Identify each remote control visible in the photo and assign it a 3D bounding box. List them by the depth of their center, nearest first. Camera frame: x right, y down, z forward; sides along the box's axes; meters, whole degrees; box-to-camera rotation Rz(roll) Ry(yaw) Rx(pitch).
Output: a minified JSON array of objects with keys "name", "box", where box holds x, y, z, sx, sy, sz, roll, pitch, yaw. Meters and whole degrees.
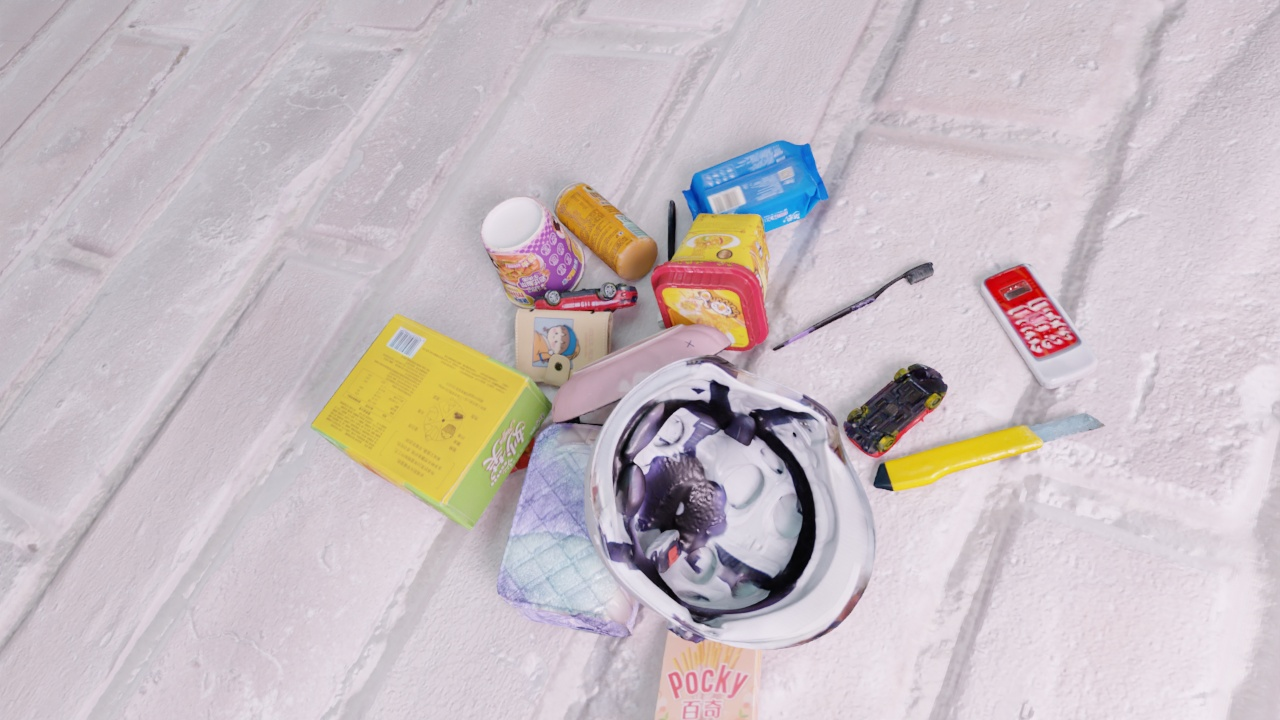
[{"name":"remote control","box":[0.381,-0.036,0.882,0.056,0.020,0.135,-22,54,5]}]

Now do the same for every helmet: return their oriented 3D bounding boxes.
[{"name":"helmet","box":[0.063,0.129,0.806,0.258,0.146,0.228,32,73,-12]}]

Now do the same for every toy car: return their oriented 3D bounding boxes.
[{"name":"toy car","box":[0.245,0.047,0.874,0.106,0.031,0.049,-41,55,-6]},{"name":"toy car","box":[-0.061,-0.063,1.046,0.121,0.052,0.045,-8,92,22]}]

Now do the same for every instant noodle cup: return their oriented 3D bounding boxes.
[{"name":"instant noodle cup","box":[0.085,-0.089,0.977,0.116,0.116,0.123,5,50,23]},{"name":"instant noodle cup","box":[-0.132,-0.134,1.088,0.112,0.099,0.111,-9,57,13]}]

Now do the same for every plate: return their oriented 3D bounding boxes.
[{"name":"plate","box":[-0.005,0.005,0.907,0.192,0.192,0.039,-24,93,5]}]

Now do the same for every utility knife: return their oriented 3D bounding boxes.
[{"name":"utility knife","box":[0.313,0.084,0.835,0.207,0.015,0.033,-17,54,13]}]

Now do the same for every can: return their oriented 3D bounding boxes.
[{"name":"can","box":[-0.043,-0.156,1.092,0.058,0.058,0.146,-40,54,-7]}]

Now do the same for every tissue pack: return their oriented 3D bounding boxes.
[{"name":"tissue pack","box":[0.132,-0.190,1.052,0.157,0.052,0.094,-20,57,8]}]

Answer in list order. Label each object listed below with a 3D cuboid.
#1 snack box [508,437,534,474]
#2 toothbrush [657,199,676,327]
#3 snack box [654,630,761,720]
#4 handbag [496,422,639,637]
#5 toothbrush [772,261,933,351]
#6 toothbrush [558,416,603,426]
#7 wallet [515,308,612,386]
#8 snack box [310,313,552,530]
[{"name":"snack box","box":[-0.186,0.080,1.007,0.127,0.044,0.113,-21,55,7]},{"name":"toothbrush","box":[0.033,-0.115,1.066,0.018,0.015,0.180,-11,57,24]},{"name":"snack box","box":[0.055,0.288,0.760,0.084,0.026,0.157,-8,32,15]},{"name":"handbag","box":[-0.052,0.160,0.890,0.134,0.075,0.193,5,63,18]},{"name":"toothbrush","box":[0.223,-0.053,0.957,0.189,0.014,0.016,-28,66,2]},{"name":"toothbrush","box":[0.007,0.078,0.950,0.213,0.026,0.027,8,28,26]},{"name":"wallet","box":[-0.087,-0.013,1.022,0.115,0.024,0.087,4,89,20]},{"name":"snack box","box":[-0.219,0.059,0.961,0.210,0.070,0.157,23,71,30]}]
